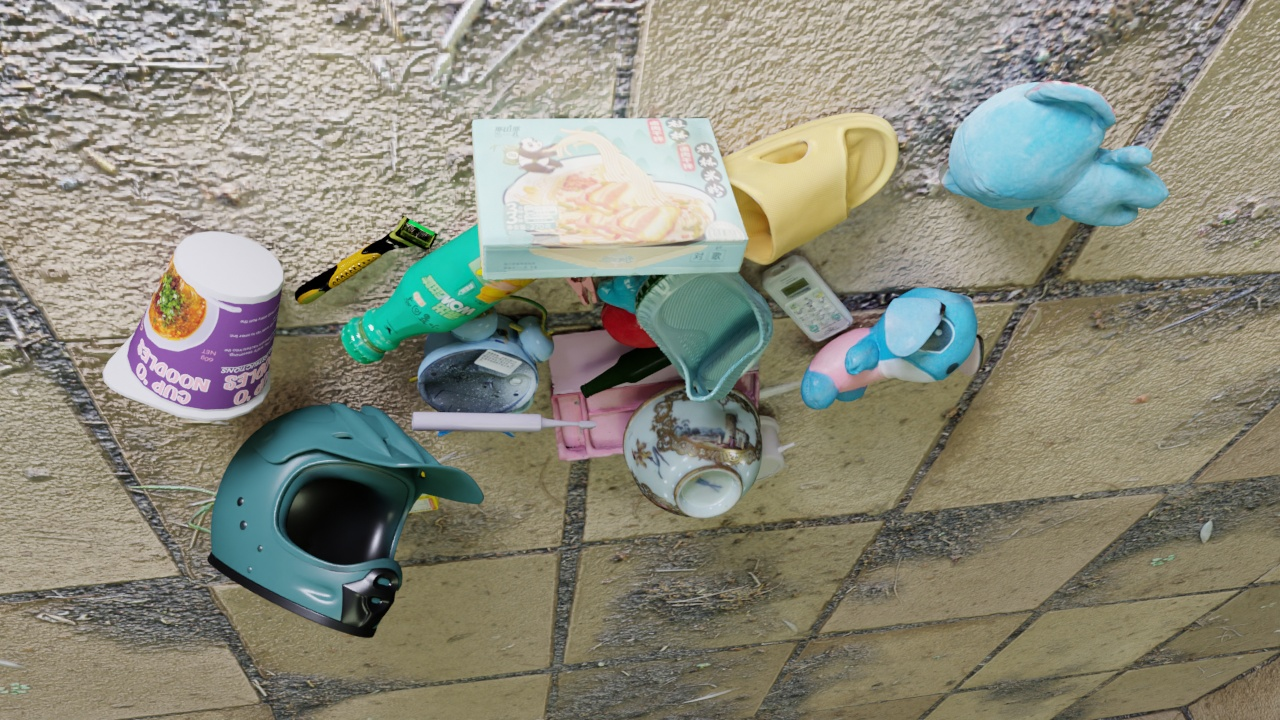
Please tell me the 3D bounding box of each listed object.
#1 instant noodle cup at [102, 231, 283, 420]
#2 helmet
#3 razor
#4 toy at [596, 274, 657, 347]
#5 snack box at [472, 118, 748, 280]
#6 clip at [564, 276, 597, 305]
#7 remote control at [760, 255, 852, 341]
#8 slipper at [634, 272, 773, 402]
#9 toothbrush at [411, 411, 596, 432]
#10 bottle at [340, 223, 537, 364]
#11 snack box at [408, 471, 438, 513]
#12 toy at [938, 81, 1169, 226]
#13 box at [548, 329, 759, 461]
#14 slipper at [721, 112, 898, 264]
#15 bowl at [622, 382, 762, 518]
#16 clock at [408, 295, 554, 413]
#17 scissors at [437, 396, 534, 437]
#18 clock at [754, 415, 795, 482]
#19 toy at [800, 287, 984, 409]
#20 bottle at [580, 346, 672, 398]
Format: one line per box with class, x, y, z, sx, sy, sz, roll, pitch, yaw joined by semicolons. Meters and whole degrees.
instant noodle cup;-0.363;-0.035;0.764;0.136;0.122;0.122;-11;143;-49
helmet;-0.296;0.141;0.911;0.275;0.200;0.176;13;164;38
razor;-0.246;-0.084;0.801;0.144;0.021;0.044;-27;159;18
toy;0.006;-0.054;0.867;0.092;0.062;0.133;-15;154;0
snack box;-0.028;-0.126;0.703;0.193;0.141;0.044;-3;142;-11
clip;-0.051;-0.078;0.863;0.045;0.023;0.059;-32;133;27
remote control;0.170;-0.063;0.937;0.050;0.022;0.133;-28;140;21
slipper;0.074;-0.020;0.851;0.116;0.069;0.276;-41;154;4
toothbrush;-0.135;0.063;0.930;0.187;0.018;0.019;2;149;-18
bottle;-0.177;-0.060;0.812;0.210;0.068;0.068;-28;140;21
snack box;-0.323;0.161;1.098;0.152;0.025;0.075;-7;143;-7
toy;0.355;-0.174;0.775;0.180;0.114;0.184;17;160;-8
box;0.017;0.023;1.001;0.232;0.040;0.179;-6;127;-6
slipper;0.097;-0.127;0.790;0.263;0.078;0.099;-15;144;7
bowl;0.064;0.113;0.992;0.160;0.093;0.160;-5;125;-8
clock;-0.151;-0.005;0.899;0.118;0.060;0.162;21;132;-36
scissors;-0.176;0.056;1.013;0.127;0.013;0.125;-24;140;20
clock;0.102;0.114;1.116;0.159;0.061;0.120;-11;153;-3
toy;0.274;-0.007;0.984;0.192;0.099;0.223;-30;158;29
bottle;-0.006;0.006;0.942;0.123;0.033;0.033;-27;141;10
